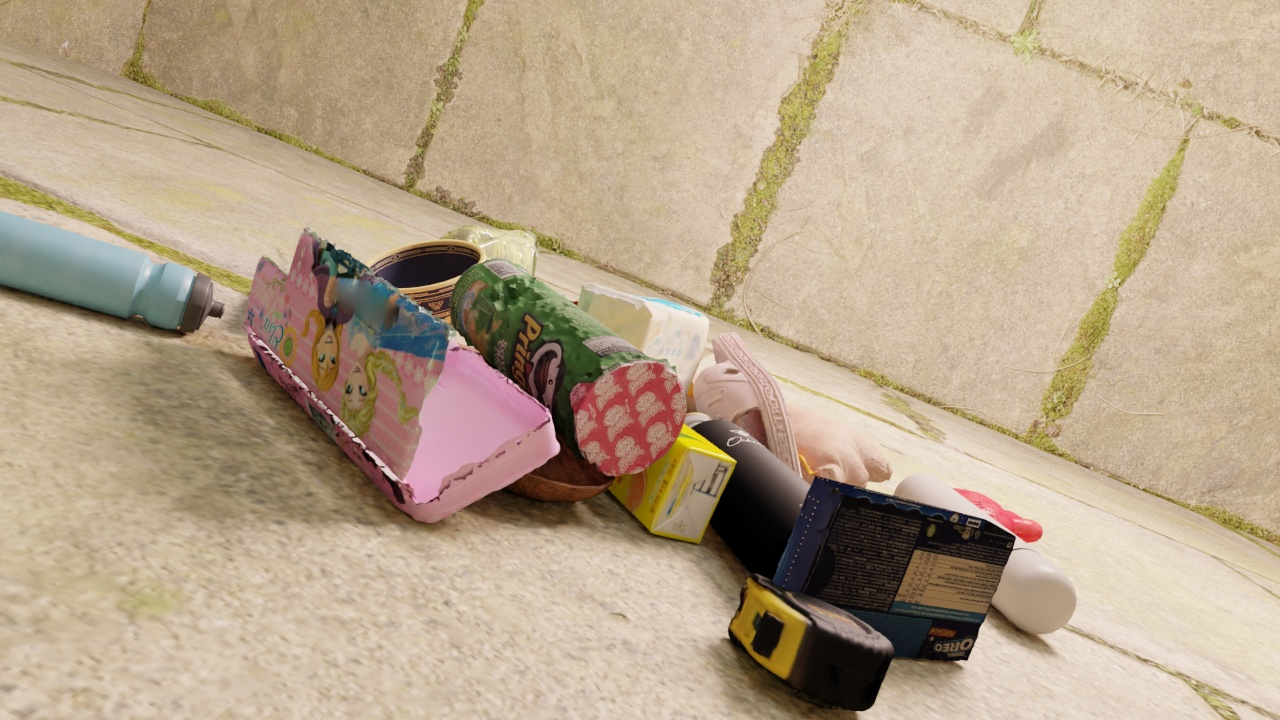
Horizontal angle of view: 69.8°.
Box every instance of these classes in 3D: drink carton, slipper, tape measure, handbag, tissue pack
[{"bbox_3d":[0.002,0.060,0.594,0.043,0.058,0.134,19,8,-33],"label":"drink carton"},{"bbox_3d":[0.077,0.046,0.749,0.064,0.094,0.239,-15,25,-1],"label":"slipper"},{"bbox_3d":[0.079,0.130,0.410,0.067,0.038,0.062,24,-1,-9],"label":"tape measure"},{"bbox_3d":[-0.181,-0.095,0.973,0.117,0.113,0.186,16,7,16],"label":"handbag"},{"bbox_3d":[-0.004,0.004,0.743,0.066,0.117,0.209,22,7,21],"label":"tissue pack"}]

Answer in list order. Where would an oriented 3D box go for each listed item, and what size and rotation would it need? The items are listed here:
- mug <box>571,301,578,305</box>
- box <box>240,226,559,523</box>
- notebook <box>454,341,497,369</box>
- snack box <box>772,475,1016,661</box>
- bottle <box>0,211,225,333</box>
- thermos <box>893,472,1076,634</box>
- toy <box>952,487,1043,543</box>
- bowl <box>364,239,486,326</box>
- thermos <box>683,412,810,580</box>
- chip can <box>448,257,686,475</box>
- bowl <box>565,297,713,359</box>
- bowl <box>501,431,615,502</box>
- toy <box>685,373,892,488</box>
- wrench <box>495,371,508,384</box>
[{"bbox_3d":[-0.048,-0.004,0.897,0.105,0.073,0.082,49,1,-15],"label":"mug"},{"bbox_3d":[-0.145,-0.015,0.490,0.085,0.097,0.230,-27,37,-30],"label":"box"},{"bbox_3d":[-0.185,-0.021,0.724,0.209,0.008,0.141,18,-2,-27],"label":"notebook"},{"bbox_3d":[0.136,0.116,0.491,0.150,0.082,0.027,18,7,-33],"label":"snack box"},{"bbox_3d":[-0.313,-0.048,0.538,0.130,0.040,0.040,18,9,-26],"label":"bottle"},{"bbox_3d":[0.268,0.148,0.735,0.052,0.052,0.224,20,8,-9],"label":"thermos"},{"bbox_3d":[0.323,0.151,0.890,0.135,0.045,0.091,14,11,-10],"label":"toy"},{"bbox_3d":[-0.192,-0.060,0.831,0.112,0.061,0.112,-4,29,2],"label":"bowl"},{"bbox_3d":[0.064,0.082,0.599,0.061,0.061,0.231,19,8,-20],"label":"thermos"},{"bbox_3d":[-0.058,-0.006,0.597,0.075,0.075,0.223,16,11,-35],"label":"chip can"},{"bbox_3d":[-0.017,-0.017,1.027,0.219,0.060,0.188,19,2,-1],"label":"bowl"},{"bbox_3d":[-0.068,0.058,0.530,0.102,0.026,0.114,19,10,-20],"label":"bowl"},{"bbox_3d":[0.105,0.059,0.874,0.264,0.065,0.195,23,7,30],"label":"toy"},{"bbox_3d":[-0.152,0.005,0.707,0.272,0.018,0.073,17,9,-43],"label":"wrench"}]
